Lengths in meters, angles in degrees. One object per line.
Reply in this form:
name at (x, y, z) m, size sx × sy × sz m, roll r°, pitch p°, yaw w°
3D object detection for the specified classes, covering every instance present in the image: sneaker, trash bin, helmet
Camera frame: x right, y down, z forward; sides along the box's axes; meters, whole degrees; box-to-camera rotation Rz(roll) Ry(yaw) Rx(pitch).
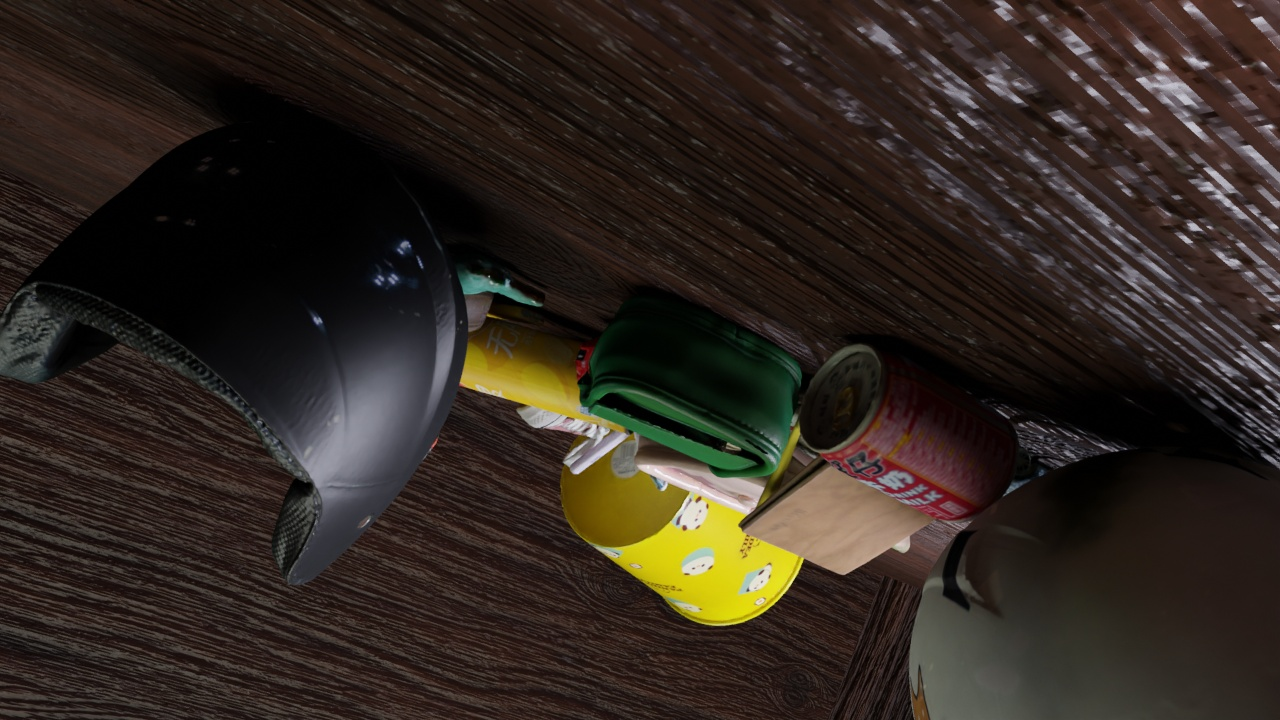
sneaker at (-0.066, 0.046, 0.965) m, size 0.088 × 0.118 × 0.241 m, roll 41°, pitch 178°, yaw 0°
trash bin at (0.048, 0.176, 1.109) m, size 0.230 × 0.229 × 0.255 m, roll 17°, pitch 164°, yaw 40°
helmet at (0.216, 0.123, 0.411) m, size 0.157 × 0.230 × 0.274 m, roll 65°, pitch -175°, yaw 12°
helmet at (-0.221, -0.016, 0.568) m, size 0.233 × 0.230 × 0.275 m, roll 39°, pitch 170°, yaw -4°

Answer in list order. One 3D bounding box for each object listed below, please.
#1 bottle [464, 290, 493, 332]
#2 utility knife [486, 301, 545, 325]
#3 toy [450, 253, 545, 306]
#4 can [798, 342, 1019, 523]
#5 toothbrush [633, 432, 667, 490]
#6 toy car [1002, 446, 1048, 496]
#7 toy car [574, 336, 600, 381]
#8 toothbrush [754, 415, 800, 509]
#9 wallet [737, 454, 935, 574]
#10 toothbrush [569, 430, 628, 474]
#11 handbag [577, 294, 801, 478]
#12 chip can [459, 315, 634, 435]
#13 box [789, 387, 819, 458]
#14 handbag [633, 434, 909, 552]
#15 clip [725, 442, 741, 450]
bottle at (-0.223, -0.081, 0.780) m, size 0.195 × 0.044 × 0.079 m, roll 25°, pitch -172°, yaw 14°
utility knife at (-0.138, -0.049, 0.864) m, size 0.033 × 0.015 × 0.156 m, roll 22°, pitch 174°, yaw -41°
toy at (-0.122, -0.062, 0.693) m, size 0.096 × 0.030 × 0.092 m, roll 21°, pitch 176°, yaw -28°
can at (0.136, 0.037, 0.469) m, size 0.093 × 0.066 × 0.067 m, roll 27°, pitch 171°, yaw -22°
toothbrush at (0.007, 0.077, 0.935) m, size 0.026 × 0.027 × 0.221 m, roll 49°, pitch -172°, yaw -19°
toy car at (0.196, 0.062, 0.575) m, size 0.121 × 0.036 × 0.054 m, roll 24°, pitch 174°, yaw 24°
toy car at (-0.004, 0.004, 0.693) m, size 0.052 × 0.045 × 0.121 m, roll -25°, pitch -160°, yaw -34°
toothbrush at (0.100, 0.078, 0.635) m, size 0.016 × 0.015 × 0.190 m, roll 21°, pitch 148°, yaw 8°
wallet at (0.140, 0.103, 0.630) m, size 0.101 × 0.020 × 0.116 m, roll 25°, pitch 128°, yaw -23°
toothbrush at (-0.014, 0.073, 0.915) m, size 0.029 × 0.021 × 0.190 m, roll 8°, pitch 147°, yaw -40°
handbag at (0.028, 0.021, 0.587) m, size 0.131 × 0.067 × 0.120 m, roll 26°, pitch 159°, yaw -13°
chip can at (-0.100, 0.005, 0.815) m, size 0.213 × 0.072 × 0.072 m, roll 15°, pitch 171°, yaw 9°
box at (0.142, 0.051, 0.662) m, size 0.069 × 0.052 × 0.164 m, roll 36°, pitch 179°, yaw 31°
handbag at (0.125, 0.100, 0.769) m, size 0.193 × 0.093 × 0.234 m, roll 28°, pitch 175°, yaw -35°
clip at (0.055, 0.051, 0.668) m, size 0.095 × 0.102 × 0.035 m, roll 60°, pitch 168°, yaw -1°
